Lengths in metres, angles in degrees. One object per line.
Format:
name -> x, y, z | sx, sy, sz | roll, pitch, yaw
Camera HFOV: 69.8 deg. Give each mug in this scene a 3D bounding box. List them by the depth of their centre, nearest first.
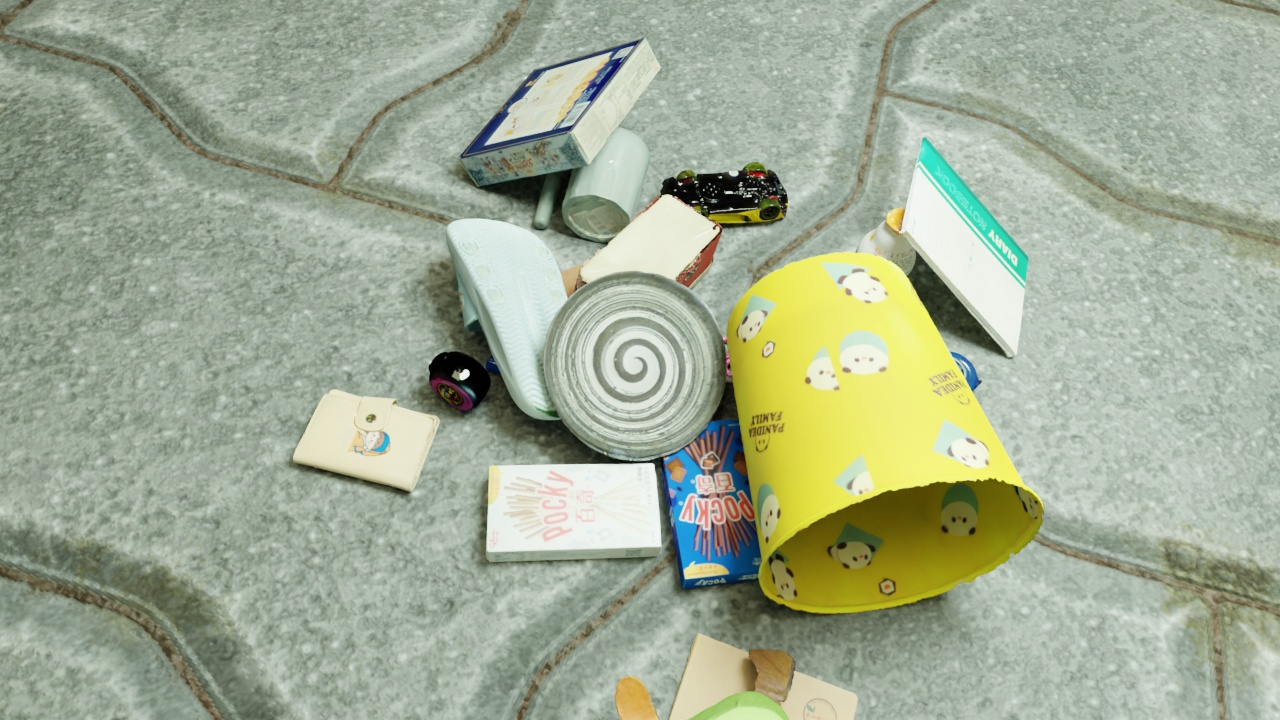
mug -> -0.057, -0.194, 1.032 | 0.124, 0.084, 0.103 | -4, 55, 24

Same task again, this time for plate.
plate -> -0.005, 0.005, 0.869 | 0.179, 0.024, 0.179 | 1, 84, -14

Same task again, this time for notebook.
notebook -> 0.082, 0.342, 0.736 | 0.148, 0.008, 0.207 | 19, 58, 7
notebook -> 0.352, -0.122, 0.983 | 0.209, 0.012, 0.150 | 40, 53, -25

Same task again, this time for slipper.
slipper -> -0.125, -0.042, 0.920 | 0.103, 0.074, 0.245 | -7, 61, -33

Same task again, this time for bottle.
bottle -> 0.265, -0.115, 0.985 | 0.063, 0.109, 0.063 | 3, 58, -5

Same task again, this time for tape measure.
tape measure -> -0.174, 0.018, 0.890 | 0.058, 0.057, 0.039 | 21, 57, 18
tape measure -> 0.322, 0.018, 0.955 | 0.058, 0.025, 0.054 | 34, 59, 11

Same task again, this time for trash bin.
trash bin -> 0.191, 0.057, 0.810 | 0.229, 0.230, 0.254 | -4, 53, -8

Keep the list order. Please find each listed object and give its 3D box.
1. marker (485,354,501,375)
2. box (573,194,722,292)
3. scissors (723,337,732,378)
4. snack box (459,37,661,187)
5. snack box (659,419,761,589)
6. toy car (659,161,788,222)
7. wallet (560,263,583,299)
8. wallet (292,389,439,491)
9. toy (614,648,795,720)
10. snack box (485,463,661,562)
marker -> -0.088, 0.032, 0.913 | 0.146, 0.017, 0.016 | 25, 59, 11
box -> 0.008, -0.103, 0.956 | 0.091, 0.077, 0.167 | 34, 55, 13
scissors -> 0.138, -0.014, 0.966 | 0.133, 0.017, 0.057 | -14, 54, -18
snack box -> -0.091, -0.280, 1.038 | 0.183, 0.046, 0.177 | 0, 47, 40
snack box -> 0.068, 0.130, 0.858 | 0.084, 0.026, 0.157 | -5, 58, -8
toy car -> 0.096, -0.187, 1.055 | 0.155, 0.041, 0.071 | -7, 58, -13
wallet -> -0.042, -0.065, 0.979 | 0.115, 0.020, 0.101 | -24, 62, -22
wallet -> -0.257, 0.071, 0.868 | 0.115, 0.024, 0.087 | 13, 56, 4
toy -> 0.062, 0.327, 0.686 | 0.246, 0.090, 0.227 | -31, 59, -25
snack box -> -0.062, 0.138, 0.842 | 0.156, 0.027, 0.084 | 0, 58, -6
